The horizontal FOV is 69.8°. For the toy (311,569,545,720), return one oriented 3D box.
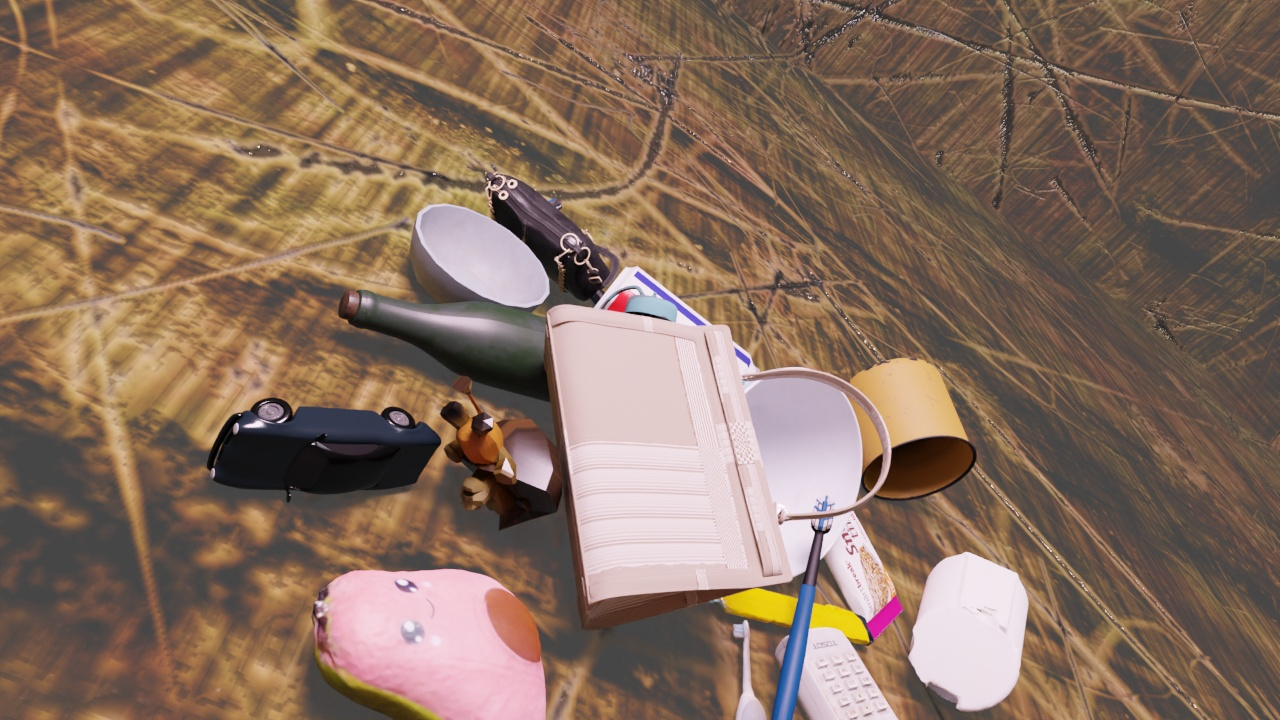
[{"bbox_3d":[-0.092,0.128,0.401,0.110,0.051,0.090,21,32,-30],"label":"toy"}]

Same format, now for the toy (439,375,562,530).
[{"bbox_3d":[-0.080,0.049,0.496,0.076,0.100,0.062,17,56,34],"label":"toy"}]

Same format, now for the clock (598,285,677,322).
[{"bbox_3d":[-0.004,0.004,0.650,0.053,0.090,0.124,26,43,-47],"label":"clock"}]

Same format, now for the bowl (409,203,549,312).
[{"bbox_3d":[-0.121,-0.062,0.658,0.106,0.039,0.106,29,29,-19],"label":"bowl"}]

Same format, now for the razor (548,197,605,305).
[{"bbox_3d":[-0.052,-0.076,0.785,0.042,0.022,0.144,-31,73,-16],"label":"razor"}]

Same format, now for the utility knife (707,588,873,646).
[{"bbox_3d":[0.074,0.157,0.597,0.223,0.019,0.030,25,19,-32],"label":"utility knife"}]

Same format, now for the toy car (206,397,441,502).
[{"bbox_3d":[-0.152,0.046,0.454,0.112,0.046,0.034,8,36,-48],"label":"toy car"}]

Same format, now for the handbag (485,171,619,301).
[{"bbox_3d":[-0.074,-0.103,0.722,0.128,0.054,0.079,41,-8,16],"label":"handbag"}]

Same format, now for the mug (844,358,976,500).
[{"bbox_3d":[0.240,0.068,0.843,0.100,0.124,0.094,-10,50,2],"label":"mug"}]

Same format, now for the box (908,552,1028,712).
[{"bbox_3d":[0.238,0.197,0.666,0.080,0.089,0.142,26,27,16],"label":"box"}]

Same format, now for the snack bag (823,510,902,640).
[{"bbox_3d":[0.142,0.112,0.706,0.070,0.016,0.196,-11,71,-54],"label":"snack bag"}]

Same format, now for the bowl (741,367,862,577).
[{"bbox_3d":[0.078,0.073,0.640,0.143,0.144,0.074,18,-5,-35],"label":"bowl"}]

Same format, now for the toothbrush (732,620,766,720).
[{"bbox_3d":[0.058,0.209,0.497,0.185,0.024,0.022,-79,154,-59],"label":"toothbrush"}]

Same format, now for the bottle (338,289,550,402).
[{"bbox_3d":[-0.107,-0.013,0.588,0.174,0.055,0.055,16,36,-35],"label":"bottle"}]

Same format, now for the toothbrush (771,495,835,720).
[{"bbox_3d":[0.102,0.156,0.571,0.014,0.014,0.167,11,51,13],"label":"toothbrush"}]

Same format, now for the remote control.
[{"bbox_3d":[0.134,0.227,0.558,0.060,0.025,0.138,9,40,-44],"label":"remote control"}]

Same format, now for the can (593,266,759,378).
[{"bbox_3d":[0.023,-0.010,0.723,0.132,0.070,0.070,38,28,-4],"label":"can"}]

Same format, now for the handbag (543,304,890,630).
[{"bbox_3d":[0.052,0.050,0.538,0.197,0.062,0.175,-5,61,-11],"label":"handbag"}]
